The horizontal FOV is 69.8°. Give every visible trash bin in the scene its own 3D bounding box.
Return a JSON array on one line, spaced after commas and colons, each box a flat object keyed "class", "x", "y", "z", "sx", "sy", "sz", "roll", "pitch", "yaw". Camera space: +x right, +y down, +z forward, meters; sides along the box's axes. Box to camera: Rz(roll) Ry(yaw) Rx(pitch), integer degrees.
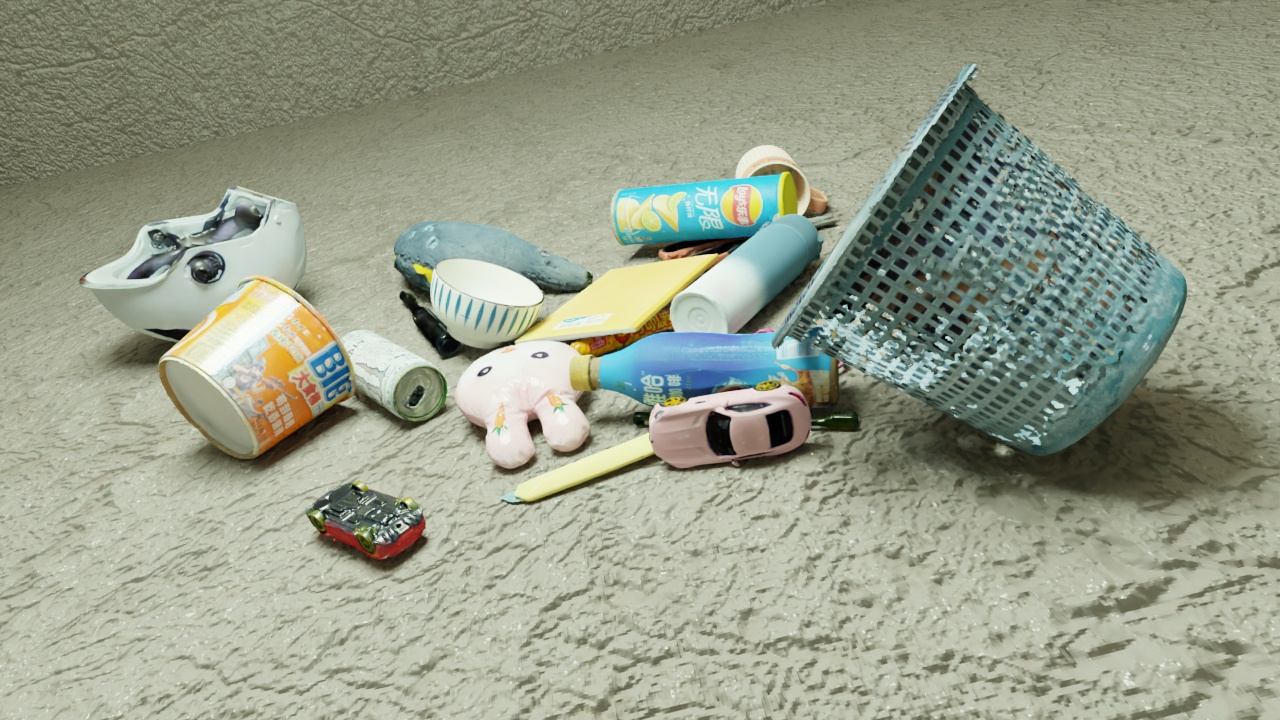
[{"class": "trash bin", "x": 0.230, "y": -0.047, "z": 0.616, "sx": 0.195, "sy": 0.227, "sz": 0.225, "roll": 36, "pitch": 41, "yaw": 7}]

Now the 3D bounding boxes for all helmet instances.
[{"class": "helmet", "x": -0.535, "y": -0.103, "z": 1.149, "sx": 0.229, "sy": 0.146, "sz": 0.258, "roll": 15, "pitch": 46, "yaw": 45}]

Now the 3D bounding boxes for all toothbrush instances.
[{"class": "toothbrush", "x": -0.247, "y": -0.048, "z": 1.053, "sx": 0.027, "sy": 0.026, "sz": 0.213, "roll": 13, "pitch": 12, "yaw": -30}, {"class": "toothbrush", "x": 0.081, "y": 0.047, "z": 0.737, "sx": 0.186, "sy": 0.012, "sz": 0.017, "roll": -1, "pitch": 23, "yaw": 22}]

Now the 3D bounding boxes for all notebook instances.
[{"class": "notebook", "x": -0.020, "y": -0.066, "z": 0.968, "sx": 0.146, "sy": 0.010, "sz": 0.205, "roll": -6, "pitch": 22, "yaw": 31}]

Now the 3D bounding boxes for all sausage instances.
[{"class": "sausage", "x": 0.000, "y": -0.031, "z": 0.914, "sx": 0.165, "sy": 0.021, "sz": 0.021, "roll": -21, "pitch": 28, "yaw": -16}]

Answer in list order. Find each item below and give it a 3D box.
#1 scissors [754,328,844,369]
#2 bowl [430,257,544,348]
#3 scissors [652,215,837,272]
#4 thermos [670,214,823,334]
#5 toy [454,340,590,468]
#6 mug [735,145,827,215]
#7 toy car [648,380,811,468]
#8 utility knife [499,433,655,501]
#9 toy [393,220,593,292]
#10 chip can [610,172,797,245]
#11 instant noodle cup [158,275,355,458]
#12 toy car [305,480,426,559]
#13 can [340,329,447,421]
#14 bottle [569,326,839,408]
[{"class": "scissors", "x": 0.112, "y": 0.003, "z": 0.807, "sx": 0.133, "sy": 0.017, "sz": 0.135, "roll": -14, "pitch": 30, "yaw": 4}, {"class": "bowl", "x": -0.165, "y": -0.054, "z": 0.960, "sx": 0.116, "sy": 0.066, "sz": 0.116, "roll": 18, "pitch": 22, "yaw": -7}, {"class": "scissors", "x": 0.128, "y": -0.137, "z": 1.076, "sx": 0.207, "sy": 0.015, "sz": 0.193, "roll": 3, "pitch": 29, "yaw": 28}, {"class": "thermos", "x": 0.112, "y": -0.086, "z": 0.927, "sx": 0.070, "sy": 0.070, "sz": 0.219, "roll": 8, "pitch": 33, "yaw": 35}, {"class": "toy", "x": -0.099, "y": 0.033, "z": 0.803, "sx": 0.121, "sy": 0.054, "sz": 0.159, "roll": -18, "pitch": 35, "yaw": -10}, {"class": "mug", "x": 0.177, "y": -0.216, "z": 1.149, "sx": 0.114, "sy": 0.082, "sz": 0.105, "roll": 14, "pitch": 25, "yaw": -7}, {"class": "toy car", "x": 0.066, "y": 0.051, "z": 0.688, "sx": 0.122, "sy": 0.056, "sz": 0.037, "roll": -10, "pitch": 20, "yaw": 6}, {"class": "utility knife", "x": -0.032, "y": 0.079, "z": 0.717, "sx": 0.162, "sy": 0.018, "sz": 0.031, "roll": -16, "pitch": 22, "yaw": -11}, {"class": "toy", "x": -0.218, "y": -0.124, "z": 1.132, "sx": 0.357, "sy": 0.091, "sz": 0.137, "roll": 10, "pitch": 7, "yaw": 36}, {"class": "chip can", "x": 0.074, "y": -0.175, "z": 1.075, "sx": 0.211, "sy": 0.071, "sz": 0.071, "roll": -1, "pitch": 29, "yaw": 24}, {"class": "instant noodle cup", "x": -0.361, "y": 0.013, "z": 0.857, "sx": 0.152, "sy": 0.151, "sz": 0.111, "roll": 8, "pitch": 41, "yaw": 35}, {"class": "toy car", "x": -0.209, "y": 0.120, "z": 0.694, "sx": 0.106, "sy": 0.031, "sz": 0.049, "roll": 11, "pitch": 34, "yaw": 36}, {"class": "can", "x": -0.246, "y": 0.013, "z": 0.892, "sx": 0.058, "sy": 0.058, "sz": 0.147, "roll": -29, "pitch": 31, "yaw": -30}, {"class": "bottle", "x": 0.050, "y": 0.009, "z": 0.748, "sx": 0.219, "sy": 0.065, "sz": 0.065, "roll": -2, "pitch": 28, "yaw": 13}]
